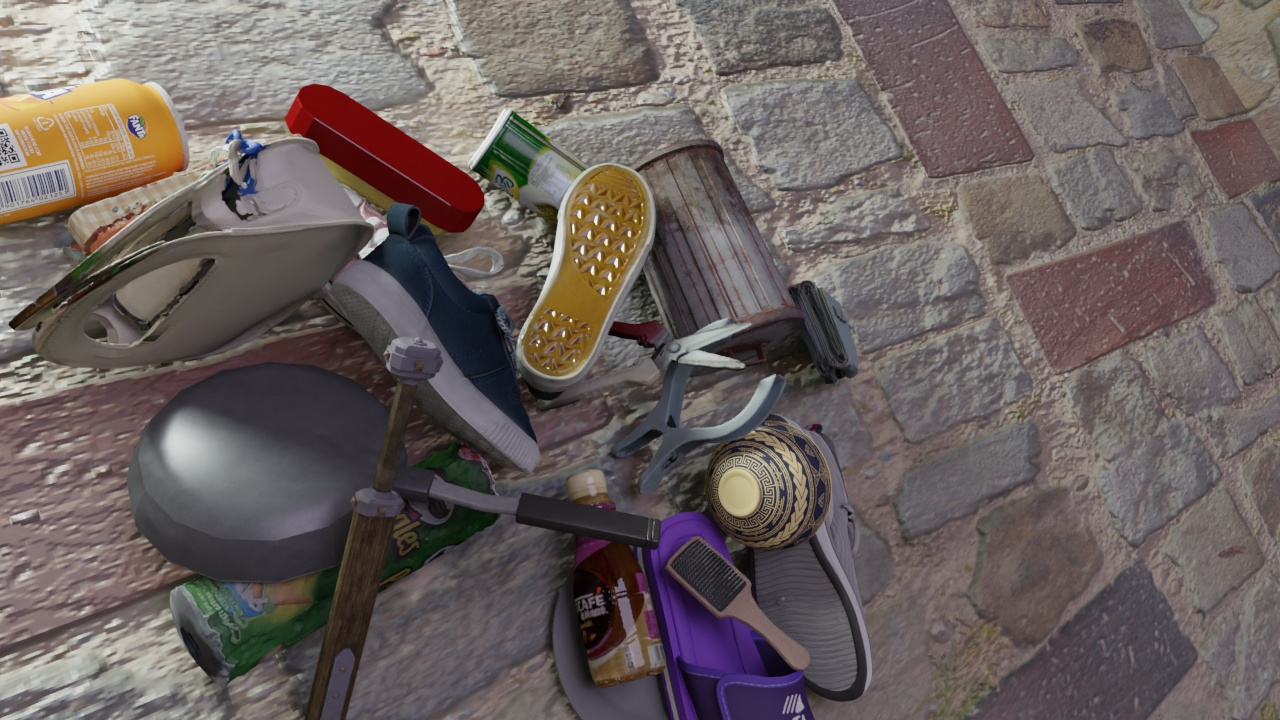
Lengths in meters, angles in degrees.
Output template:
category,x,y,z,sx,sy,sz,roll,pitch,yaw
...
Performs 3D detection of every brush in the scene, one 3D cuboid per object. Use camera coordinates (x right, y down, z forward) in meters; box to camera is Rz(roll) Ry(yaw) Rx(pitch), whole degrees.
category,x,y,z,sx,sy,sz,roll,pitch,yaw
brush,-0.218,-0.165,0.782,0.173,0.042,0.082,32,25,-17
brush,0.083,0.195,0.736,0.135,0.015,0.049,40,44,16

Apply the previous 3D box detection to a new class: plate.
category,x,y,z,sx,sy,sz,roll,pitch,yaw
plate,0.005,0.235,0.767,0.178,0.012,0.178,14,61,-27

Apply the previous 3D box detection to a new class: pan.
category,x,y,z,sx,sy,sz,roll,pitch,yaw
pan,-0.160,0.081,0.623,0.357,0.041,0.178,12,41,-4

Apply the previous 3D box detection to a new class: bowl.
category,x,y,z,sx,sy,sz,roll,pitch,yaw
bowl,0.099,0.110,0.785,0.061,0.113,0.112,-1,67,-53

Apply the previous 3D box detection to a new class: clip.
category,x,y,z,sx,sy,sz,roll,pitch,yaw
clip,0.032,0.023,0.807,0.029,0.172,0.141,25,33,-54

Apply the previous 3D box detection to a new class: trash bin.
category,x,y,z,sx,sy,sz,roll,pitch,yaw
trash bin,0.065,-0.090,0.891,0.130,0.131,0.211,-12,73,-37

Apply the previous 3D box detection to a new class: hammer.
category,x,y,z,sx,sy,sz,roll,pitch,yaw
hammer,-0.168,0.134,0.561,0.146,0.028,0.317,8,108,-32

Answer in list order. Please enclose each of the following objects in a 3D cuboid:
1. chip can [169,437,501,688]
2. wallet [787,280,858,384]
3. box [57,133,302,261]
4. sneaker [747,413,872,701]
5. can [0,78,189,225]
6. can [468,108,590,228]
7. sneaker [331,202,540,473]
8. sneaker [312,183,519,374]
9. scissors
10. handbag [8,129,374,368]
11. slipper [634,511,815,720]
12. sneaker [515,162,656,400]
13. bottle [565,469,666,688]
category,x,y,z,sx,sy,sz,roll,pitch,yaw
chip can,-0.205,0.135,0.639,0.222,0.076,0.075,-29,85,-39
wallet,0.190,-0.028,0.952,0.100,0.054,0.131,66,15,11
box,-0.332,-0.121,0.683,0.186,0.083,0.043,-35,95,-41
sneaker,0.165,0.177,0.857,0.128,0.097,0.263,-2,76,-53
can,-0.403,-0.148,0.643,0.142,0.079,0.079,-28,85,-39
can,-0.095,-0.176,0.867,0.121,0.068,0.067,33,53,-16
sneaker,-0.131,-0.007,0.678,0.087,0.089,0.236,-52,138,-24
sneaker,-0.187,-0.061,0.737,0.241,0.088,0.118,44,51,-9
scissors,-0.009,-0.004,0.798,0.179,0.015,0.193,-42,49,-6
handbag,-0.297,-0.067,0.593,0.093,0.201,0.199,58,29,0
slipper,0.082,0.248,0.746,0.107,0.084,0.266,-9,73,-36
sneaker,-0.046,-0.066,0.803,0.087,0.079,0.234,17,62,1
bottle,-0.027,0.170,0.729,0.059,0.060,0.166,-2,69,-34
